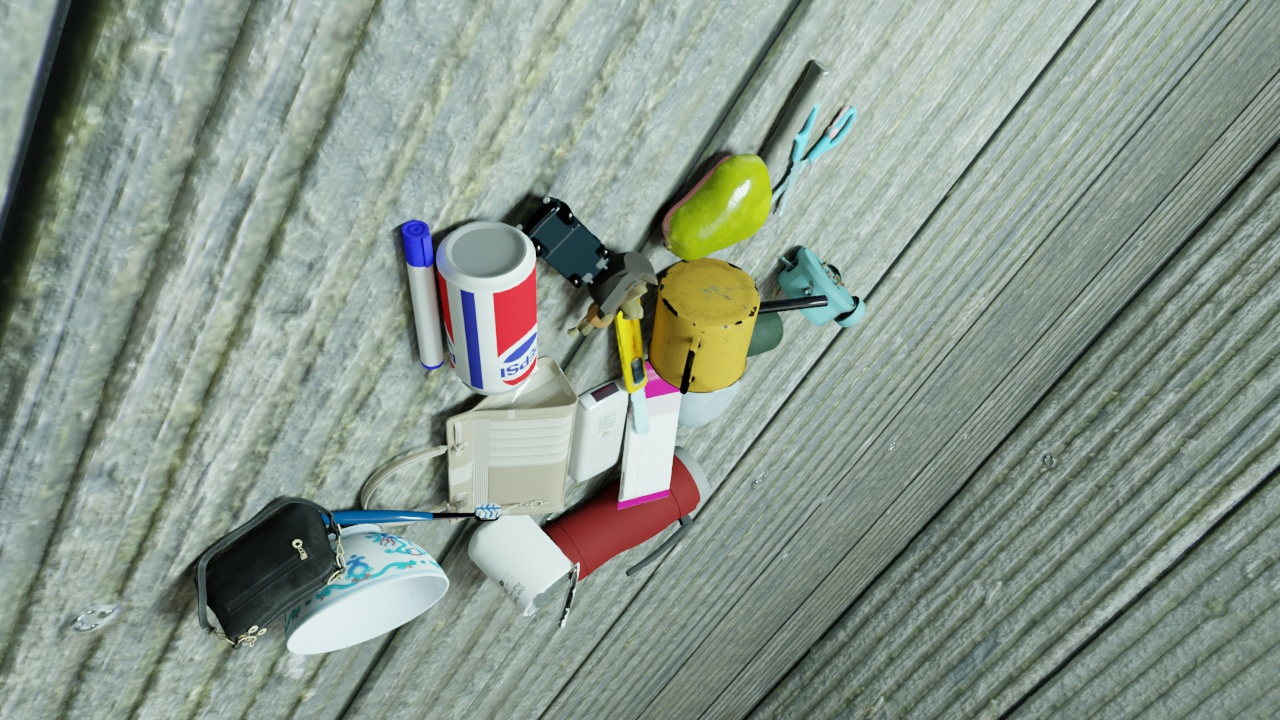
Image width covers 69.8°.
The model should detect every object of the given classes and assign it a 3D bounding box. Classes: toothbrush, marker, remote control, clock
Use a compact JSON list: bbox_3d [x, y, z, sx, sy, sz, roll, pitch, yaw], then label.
[{"bbox_3d":[0.121,-0.186,0.843,0.022,0.024,0.186,19,123,-15],"label":"toothbrush"},{"bbox_3d":[-0.159,-0.044,0.680,0.020,0.020,0.142,-28,149,-26],"label":"marker"},{"bbox_3d":[-0.046,0.078,0.992,0.060,0.025,0.139,-25,146,-29],"label":"remote control"},{"bbox_3d":[-0.207,0.140,0.830,0.167,0.014,0.014,4,123,-29],"label":"toothbrush"},{"bbox_3d":[0.205,-0.079,1.032,0.053,0.090,0.124,-41,144,21],"label":"clock"}]

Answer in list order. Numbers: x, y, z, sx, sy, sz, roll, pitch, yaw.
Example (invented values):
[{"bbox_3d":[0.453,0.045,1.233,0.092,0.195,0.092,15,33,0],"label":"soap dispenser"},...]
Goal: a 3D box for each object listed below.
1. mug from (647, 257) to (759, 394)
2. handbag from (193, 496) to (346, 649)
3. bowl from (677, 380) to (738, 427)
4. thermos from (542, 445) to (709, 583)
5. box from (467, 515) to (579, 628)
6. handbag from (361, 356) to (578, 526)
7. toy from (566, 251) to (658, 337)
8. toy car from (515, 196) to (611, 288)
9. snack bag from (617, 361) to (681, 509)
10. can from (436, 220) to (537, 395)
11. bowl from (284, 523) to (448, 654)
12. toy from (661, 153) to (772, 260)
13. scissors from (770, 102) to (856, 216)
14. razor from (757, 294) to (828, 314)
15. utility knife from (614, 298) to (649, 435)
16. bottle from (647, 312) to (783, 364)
[{"bbox_3d":[0.058,-0.028,0.885,0.094,0.100,0.123,98,10,-48],"label":"mug"},{"bbox_3d":[-0.298,0.172,0.741,0.128,0.079,0.054,-37,150,-13],"label":"handbag"},{"bbox_3d":[0.077,0.041,1.085,0.106,0.039,0.106,-31,150,-21],"label":"bowl"},{"bbox_3d":[-0.009,0.196,1.118,0.198,0.108,0.084,-30,169,-19],"label":"thermos"},{"bbox_3d":[-0.113,0.226,0.992,0.089,0.143,0.080,-25,155,-51],"label":"box"},{"bbox_3d":[-0.164,0.101,0.861,0.197,0.062,0.176,-18,144,-24],"label":"handbag"},{"bbox_3d":[-0.028,-0.052,0.804,0.100,0.062,0.076,-46,176,30],"label":"toy"},{"bbox_3d":[-0.060,-0.093,0.726,0.046,0.034,0.112,-44,153,4],"label":"toy car"},{"bbox_3d":[0.012,0.082,1.029,0.070,0.016,0.197,-10,124,-25],"label":"snack bag"},{"bbox_3d":[-0.114,-0.037,0.696,0.070,0.070,0.132,-29,149,-25],"label":"can"},{"bbox_3d":[-0.253,0.195,0.822,0.144,0.074,0.144,-23,156,-11],"label":"bowl"},{"bbox_3d":[0.068,-0.133,0.818,0.110,0.051,0.090,-34,149,-10],"label":"toy"},{"bbox_3d":[0.152,-0.195,0.880,0.141,0.015,0.111,-54,151,9],"label":"scissors"},{"bbox_3d":[0.126,-0.057,0.960,0.144,0.022,0.043,-3,144,-4],"label":"razor"},{"bbox_3d":[-0.006,0.005,0.928,0.030,0.019,0.224,-29,144,-18],"label":"utility knife"},{"bbox_3d":[0.078,-0.020,0.986,0.173,0.055,0.055,-16,142,-38],"label":"bottle"}]
